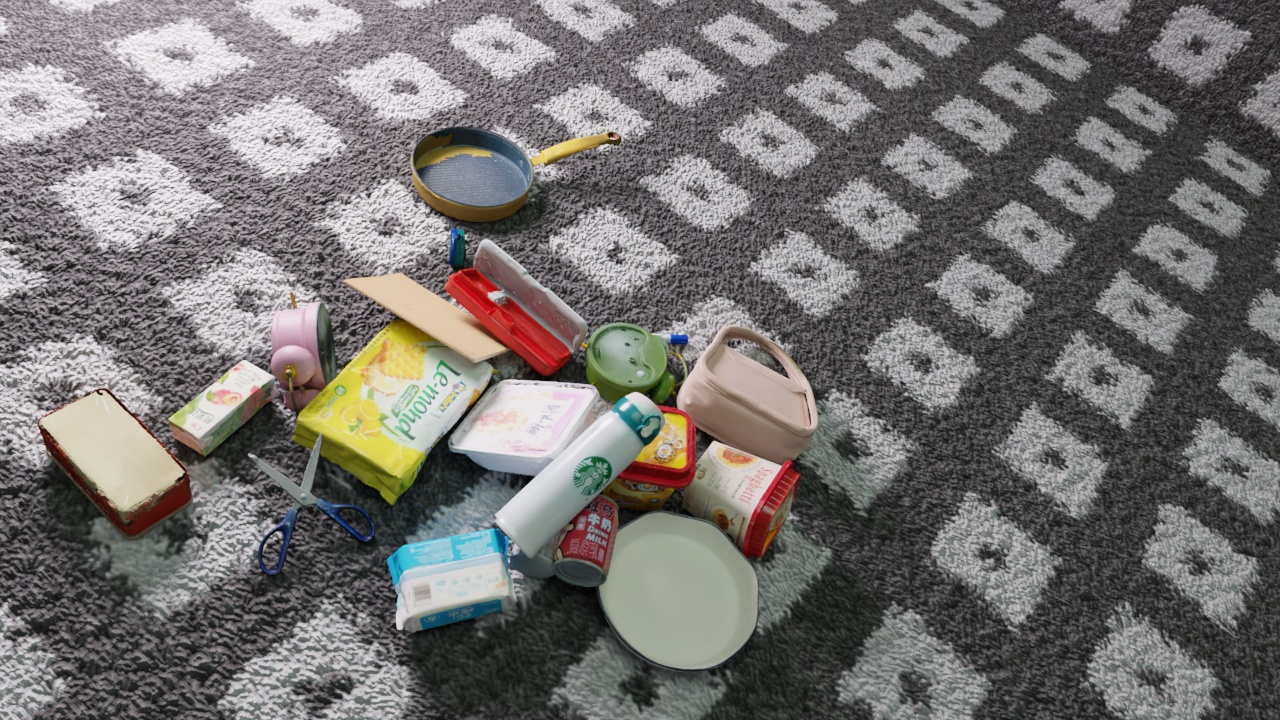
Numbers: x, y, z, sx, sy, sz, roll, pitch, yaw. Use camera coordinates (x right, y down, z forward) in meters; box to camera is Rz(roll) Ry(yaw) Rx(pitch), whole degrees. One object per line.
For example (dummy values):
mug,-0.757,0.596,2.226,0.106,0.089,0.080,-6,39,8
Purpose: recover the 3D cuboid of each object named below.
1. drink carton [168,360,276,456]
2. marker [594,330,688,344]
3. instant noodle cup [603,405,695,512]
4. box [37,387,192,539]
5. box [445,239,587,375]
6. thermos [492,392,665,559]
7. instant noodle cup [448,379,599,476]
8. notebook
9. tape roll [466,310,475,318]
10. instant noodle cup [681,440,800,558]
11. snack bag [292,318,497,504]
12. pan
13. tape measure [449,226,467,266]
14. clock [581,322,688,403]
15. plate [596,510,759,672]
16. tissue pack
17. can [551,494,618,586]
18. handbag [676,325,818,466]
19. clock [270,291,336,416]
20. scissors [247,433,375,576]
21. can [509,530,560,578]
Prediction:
drink carton,-0.509,0.058,1.124,0.053,0.046,0.122,27,48,12
marker,0.001,-0.035,1.384,0.145,0.017,0.016,2,52,-16
instant noodle cup,0.003,0.131,1.179,0.116,0.124,0.115,11,49,-9
box,-0.593,0.111,1.033,0.168,0.077,0.091,39,50,15
box,-0.166,-0.082,1.294,0.201,0.098,0.095,40,24,6
thermos,-0.065,0.128,1.062,0.224,0.073,0.073,-43,72,-10
instant noodle cup,-0.141,0.090,1.167,0.174,0.060,0.137,4,41,31
notebook,-0.283,-0.061,1.262,0.211,0.012,0.149,31,14,9
tape roll,-0.221,-0.091,1.360,0.085,0.014,0.085,9,50,-11
instant noodle cup,0.128,0.176,1.199,0.124,0.117,0.116,26,48,21
snack bag,-0.310,0.057,1.175,0.158,0.068,0.245,28,49,6
pan,-0.199,-0.330,1.518,0.356,0.078,0.197,-11,57,-25
tape measure,-0.274,-0.170,1.380,0.025,0.054,0.058,3,19,-13
clock,-0.008,0.008,1.320,0.161,0.056,0.116,3,52,-16
plate,0.042,0.284,1.120,0.204,0.046,0.204,9,51,-11
tissue pack,-0.213,0.250,1.047,0.140,0.063,0.090,-10,57,-13
can,-0.063,0.211,1.085,0.066,0.067,0.093,16,52,-5
handbag,0.167,0.029,1.345,0.193,0.094,0.233,29,38,-5
clock,-0.424,0.001,1.155,0.059,0.117,0.158,-6,51,-10
scissors,-0.388,0.170,1.059,0.174,0.012,0.162,40,65,-15
can,-0.115,0.193,1.134,0.058,0.058,0.146,17,49,-4
